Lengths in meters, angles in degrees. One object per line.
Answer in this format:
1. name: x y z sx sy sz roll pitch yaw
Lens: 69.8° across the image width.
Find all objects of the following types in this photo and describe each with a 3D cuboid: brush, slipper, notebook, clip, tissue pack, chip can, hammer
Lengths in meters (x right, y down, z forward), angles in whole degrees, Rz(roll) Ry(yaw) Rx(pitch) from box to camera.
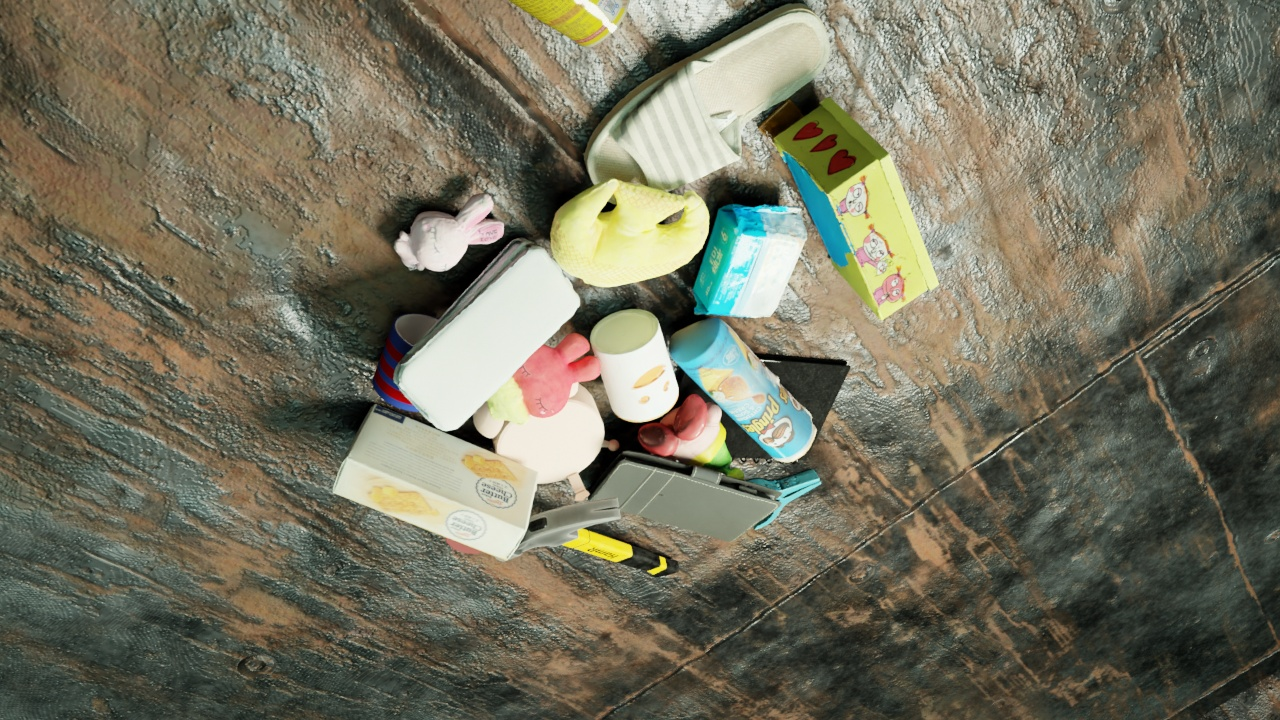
1. brush: 0.180 -0.222 0.984 0.048 0.017 0.126 -42 128 14
2. slipper: 0.068 -0.248 0.905 0.273 0.054 0.114 -35 125 8
3. notebook: 0.142 0.065 1.193 0.231 0.019 0.169 4 123 -23
4. clip: 0.181 0.188 1.299 0.118 0.033 0.120 25 115 -29
5. notebook: 0.053 0.172 1.156 0.209 0.029 0.170 15 148 -12
6. tissue pack: 0.120 -0.112 1.019 0.092 0.061 0.145 1 128 -23
7. chip can: 0.127 0.034 1.103 0.080 0.079 0.229 -38 127 11
8. hammer: -0.036 0.248 1.212 0.170 0.034 0.324 -24 148 23

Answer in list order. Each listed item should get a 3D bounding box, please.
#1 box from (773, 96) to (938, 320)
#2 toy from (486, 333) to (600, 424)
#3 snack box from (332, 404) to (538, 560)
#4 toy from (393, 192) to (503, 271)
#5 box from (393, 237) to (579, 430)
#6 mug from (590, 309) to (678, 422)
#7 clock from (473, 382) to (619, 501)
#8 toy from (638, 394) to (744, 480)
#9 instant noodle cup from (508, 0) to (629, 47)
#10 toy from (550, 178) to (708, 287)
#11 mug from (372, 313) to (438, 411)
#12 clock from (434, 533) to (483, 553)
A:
1. box: 0.230 -0.156 0.968 0.079 0.124 0.221 -33 136 4
2. toy: -0.109 0.019 1.001 0.135 0.045 0.092 -23 110 -7
3. snack box: -0.223 0.135 1.019 0.208 0.104 0.058 24 120 -11
4. toy: -0.190 -0.123 0.911 0.110 0.047 0.063 -28 139 -2
5. box: -0.160 -0.027 0.941 0.213 0.063 0.118 -48 126 -14
6. mug: -0.006 0.006 1.052 0.082 0.082 0.105 -20 130 -4
7. clock: -0.109 0.088 1.084 0.131 0.086 0.160 -27 124 2
8. toy: 0.066 0.111 1.133 0.124 0.096 0.131 -38 147 17
9. instant noodle cup: -0.068 -0.327 0.772 0.100 0.100 0.112 -46 135 17
10. toy: -0.013 -0.125 0.950 0.170 0.064 0.155 3 144 -26
11. mug: -0.220 0.005 0.980 0.111 0.075 0.076 11 121 -29
12. clock: -0.201 0.191 1.150 0.087 0.044 0.125 20 117 -31
